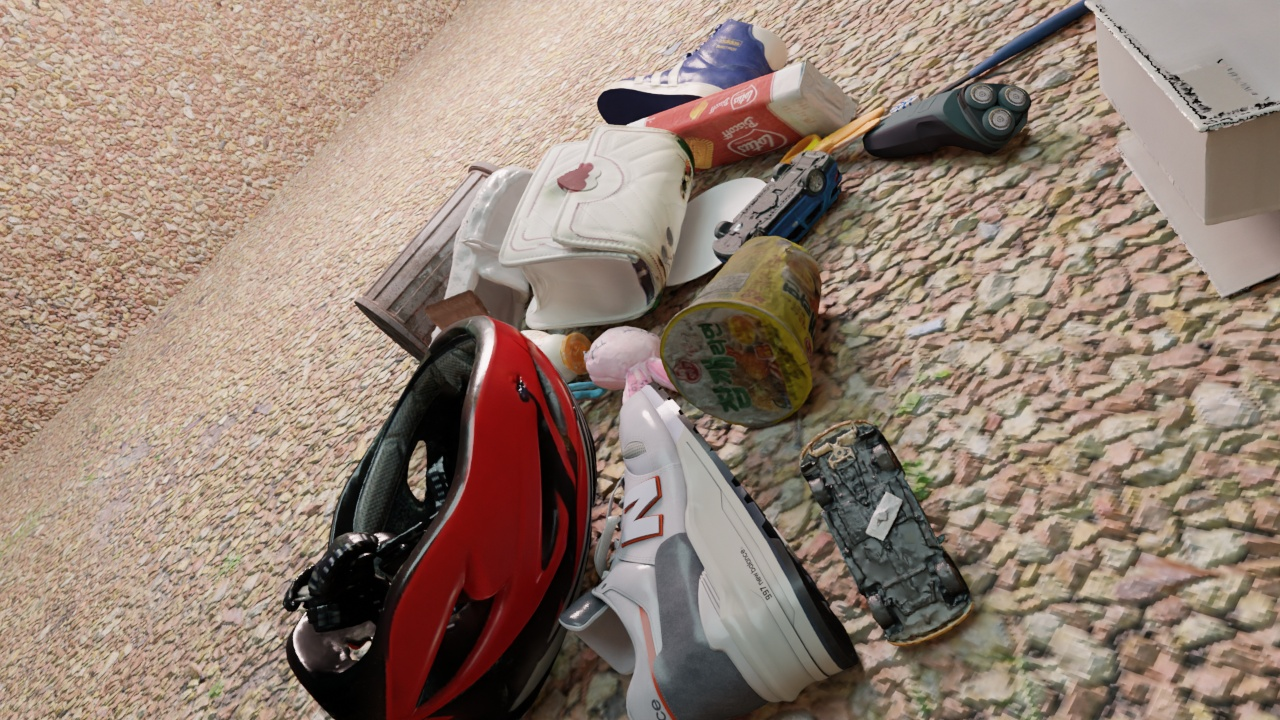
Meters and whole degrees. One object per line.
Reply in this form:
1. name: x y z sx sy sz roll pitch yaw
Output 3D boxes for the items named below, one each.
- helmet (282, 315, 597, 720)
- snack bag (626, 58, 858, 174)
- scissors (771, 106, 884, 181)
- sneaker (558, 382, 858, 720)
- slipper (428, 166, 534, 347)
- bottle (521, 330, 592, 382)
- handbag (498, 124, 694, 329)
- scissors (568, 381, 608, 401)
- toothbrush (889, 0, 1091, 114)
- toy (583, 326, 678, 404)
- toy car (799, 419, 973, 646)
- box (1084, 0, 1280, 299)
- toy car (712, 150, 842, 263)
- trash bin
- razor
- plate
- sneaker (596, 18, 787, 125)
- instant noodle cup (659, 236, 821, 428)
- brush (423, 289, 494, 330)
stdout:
1. helmet: -0.119 0.099 0.585 0.218 0.167 0.271 -32 41 45
2. snack bag: 0.085 -0.218 0.860 0.226 0.077 0.041 -2 71 47
3. scissors: 0.153 -0.175 0.763 0.131 0.013 0.070 -16 39 59
4. sneaker: 0.009 0.109 0.512 0.124 0.089 0.239 -38 33 0
5. slipper: -0.138 -0.066 0.859 0.075 0.112 0.246 9 78 29
6. bottle: -0.089 0.004 0.784 0.109 0.063 0.063 -14 40 39
7. handbag: -0.032 -0.126 0.818 0.142 0.096 0.198 -6 40 17
8. scissors: -0.096 0.042 0.739 0.136 0.135 0.015 116 146 -60
9. toothbrush: 0.277 -0.237 0.724 0.168 0.014 0.014 -29 21 22
10. toy: -0.004 0.004 0.702 0.063 0.047 0.110 -31 41 -17
11. toy car: 0.123 0.085 0.457 0.047 0.047 0.111 -32 61 17
12. box: 0.419 -0.052 0.531 0.172 0.404 0.168 -26 33 24
13. toy car: 0.111 -0.116 0.728 0.120 0.043 0.056 -44 30 -7
14. trash bin: -0.181 -0.100 0.961 0.211 0.131 0.131 -51 31 -13
15. razor: 0.220 -0.173 0.683 0.047 0.052 0.143 -53 22 -15
16. plate: 0.059 -0.112 0.815 0.135 0.011 0.134 -29 32 21
17. sneaker: 0.055 -0.306 0.990 0.118 0.091 0.233 -54 33 -12
18. instant noodle cup: 0.077 -0.026 0.614 0.102 0.102 0.108 -16 29 37
19. brush: -0.114 0.002 0.737 0.045 0.143 0.008 -17 39 22
